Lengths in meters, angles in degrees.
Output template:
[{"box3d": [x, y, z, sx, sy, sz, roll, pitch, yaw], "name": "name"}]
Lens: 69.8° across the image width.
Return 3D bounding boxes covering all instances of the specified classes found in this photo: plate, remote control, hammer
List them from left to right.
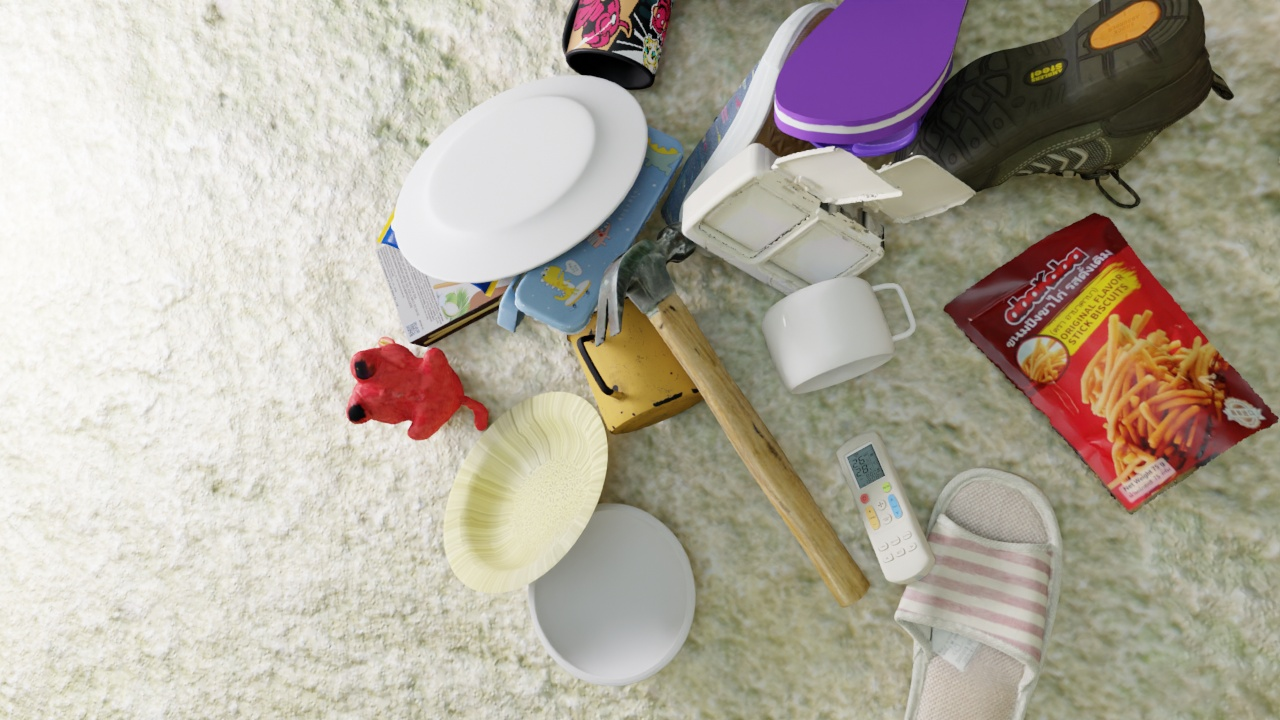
[{"box3d": [-0.110, -0.168, 0.793, 0.243, 0.016, 0.242, -12, 52, 16], "name": "plate"}, {"box3d": [-0.092, 0.118, 0.797, 0.185, 0.036, 0.184, -23, 48, 28], "name": "plate"}, {"box3d": [0.079, 0.052, 0.722, 0.033, 0.131, 0.330, -30, 96, 46], "name": "hammer"}, {"box3d": [0.191, 0.114, 0.721, 0.038, 0.018, 0.125, -34, 51, 25], "name": "remote control"}]

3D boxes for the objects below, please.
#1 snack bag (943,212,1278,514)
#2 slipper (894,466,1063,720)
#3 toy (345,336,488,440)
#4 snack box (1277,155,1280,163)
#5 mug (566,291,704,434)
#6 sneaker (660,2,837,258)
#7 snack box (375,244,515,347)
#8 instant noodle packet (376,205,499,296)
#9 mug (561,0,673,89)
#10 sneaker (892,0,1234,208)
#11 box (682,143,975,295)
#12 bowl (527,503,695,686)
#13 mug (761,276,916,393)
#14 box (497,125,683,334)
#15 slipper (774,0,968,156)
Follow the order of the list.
[{"box3d": [0.353, -0.002, 0.699, 0.139, 0.066, 0.208, -39, 65, 15], "name": "snack bag"}, {"box3d": [0.251, 0.212, 0.696, 0.115, 0.052, 0.263, 10, 87, 17], "name": "slipper"}, {"box3d": [-0.201, 0.023, 0.858, 0.133, 0.094, 0.088, 18, 100, -9], "name": "toy"}, {"box3d": [0.523, -0.255, 0.635, 0.062, 0.110, 0.230, 16, 89, 19], "name": "snack box"}, {"box3d": [-0.005, 0.005, 0.764, 0.101, 0.123, 0.094, -30, 77, 32], "name": "mug"}, {"box3d": [0.099, -0.197, 0.790, 0.079, 0.087, 0.235, 31, 90, 52], "name": "sneaker"}, {"box3d": [-0.151, -0.099, 0.869, 0.186, 0.031, 0.101, -26, 77, 13], "name": "snack box"}, {"box3d": [-0.171, -0.123, 0.845, 0.134, 0.026, 0.087, 26, 85, 19], "name": "instant noodle packet"}, {"box3d": [-0.029, -0.309, 0.837, 0.118, 0.081, 0.098, 11, 86, 46], "name": "mug"}, {"box3d": [0.324, -0.178, 0.705, 0.239, 0.142, 0.100, -24, 51, 45], "name": "sneaker"}, {"box3d": [0.134, -0.110, 0.686, 0.188, 0.144, 0.057, -28, 44, 53], "name": "box"}, {"box3d": [-0.020, 0.198, 0.786, 0.150, 0.043, 0.149, -3, 80, 19], "name": "bowl"}, {"box3d": [0.159, -0.024, 0.732, 0.116, 0.094, 0.068, -20, 77, 6], "name": "mug"}, {"box3d": [-0.041, -0.107, 0.784, 0.085, 0.073, 0.208, 25, 68, 10], "name": "box"}, {"box3d": [0.191, -0.229, 0.726, 0.107, 0.084, 0.265, 19, 55, 20], "name": "slipper"}]
